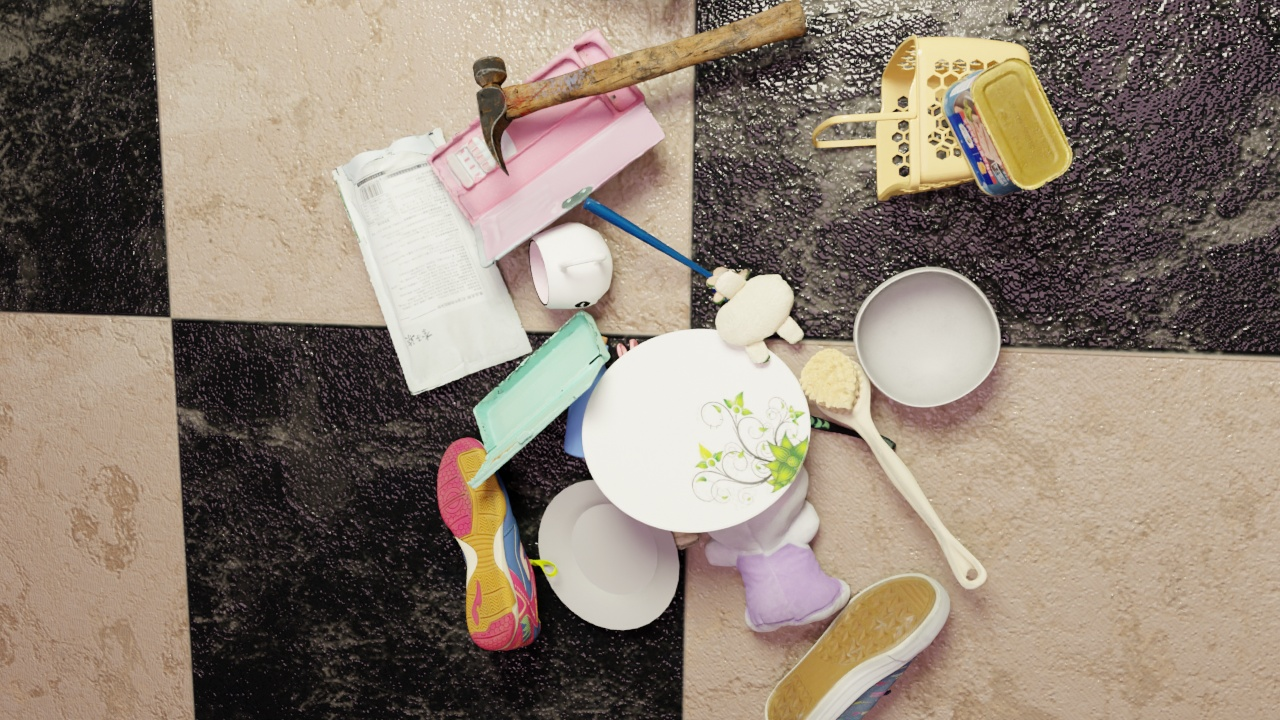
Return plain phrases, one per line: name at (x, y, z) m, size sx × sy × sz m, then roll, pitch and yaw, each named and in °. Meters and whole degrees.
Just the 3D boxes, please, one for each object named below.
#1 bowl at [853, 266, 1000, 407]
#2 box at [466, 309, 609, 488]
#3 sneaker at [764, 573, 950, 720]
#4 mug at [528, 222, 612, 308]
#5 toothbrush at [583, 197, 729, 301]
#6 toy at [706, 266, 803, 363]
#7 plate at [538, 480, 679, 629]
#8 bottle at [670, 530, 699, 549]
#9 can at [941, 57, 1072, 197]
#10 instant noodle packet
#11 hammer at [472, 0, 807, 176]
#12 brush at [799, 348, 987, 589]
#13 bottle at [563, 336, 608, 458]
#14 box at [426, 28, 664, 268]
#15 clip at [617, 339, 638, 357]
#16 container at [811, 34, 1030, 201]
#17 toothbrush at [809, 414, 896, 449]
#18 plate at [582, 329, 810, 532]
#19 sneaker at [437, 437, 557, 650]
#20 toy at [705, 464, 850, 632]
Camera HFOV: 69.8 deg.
bowl at (0.277, -0.024, 0.894) m, size 0.132 × 0.064 × 0.132 m, roll 2°, pitch 98°, yaw 15°
box at (-0.109, 0.045, 0.974) m, size 0.056 × 0.137 × 0.187 m, roll 32°, pitch 120°, yaw -33°
sneaker at (0.234, 0.317, 0.956) m, size 0.079 × 0.087 × 0.236 m, roll 36°, pitch 104°, yaw -28°
mug at (-0.066, -0.099, 0.949) m, size 0.076 × 0.124 × 0.090 m, roll -13°, pitch 94°, yaw -18°
toothbrush at (0.023, -0.110, 0.932) m, size 0.190 × 0.016 × 0.017 m, roll 29°, pitch 114°, yaw -21°
toy at (0.115, -0.052, 0.941) m, size 0.087 × 0.050 × 0.112 m, roll -41°, pitch 92°, yaw 14°
plate at (-0.034, 0.215, 1.023) m, size 0.173 × 0.019 × 0.173 m, roll 5°, pitch 102°, yaw 24°
bottle at (0.035, 0.148, 0.994) m, size 0.043 × 0.042 × 0.110 m, roll -12°, pitch 95°, yaw 16°
can at (0.279, -0.177, 0.702) m, size 0.054 × 0.059 × 0.100 m, roll -29°, pitch 96°, yaw 2°
instant noodle packet at (-0.236, -0.111, 1.030) m, size 0.147 × 0.057 × 0.269 m, roll -20°, pitch 96°, yaw 3°
hammer at (-0.002, -0.276, 0.889) m, size 0.331 × 0.033 × 0.120 m, roll -13°, pitch 80°, yaw 13°
brush at (0.249, 0.105, 0.897) m, size 0.062 × 0.077 × 0.272 m, roll -39°, pitch 78°, yaw 28°
bottle at (-0.053, 0.038, 0.999) m, size 0.048 × 0.048 × 0.131 m, roll 10°, pitch 100°, yaw 14°
box at (-0.096, -0.214, 0.960) m, size 0.233 × 0.075 × 0.172 m, roll -33°, pitch 71°, yaw 12°
clip at (0.000, 0.004, 0.996) m, size 0.041 × 0.023 × 0.059 m, roll -10°, pitch 100°, yaw 13°
container at (0.239, -0.212, 0.818) m, size 0.167 × 0.183 × 0.129 m, roll -2°, pitch 97°, yaw 7°
toothbrush at (0.173, 0.062, 0.959) m, size 0.188 × 0.017 × 0.014 m, roll 16°, pitch 92°, yaw 14°
plate at (0.056, 0.071, 0.935) m, size 0.229 × 0.030 × 0.229 m, roll -4°, pitch 58°, yaw 7°
sneaker at (-0.169, 0.206, 1.040) m, size 0.116 × 0.091 × 0.241 m, roll -25°, pitch 68°, yaw 26°
toy at (0.126, 0.184, 0.955) m, size 0.138 × 0.085 × 0.209 m, roll -21°, pitch 96°, yaw 18°
